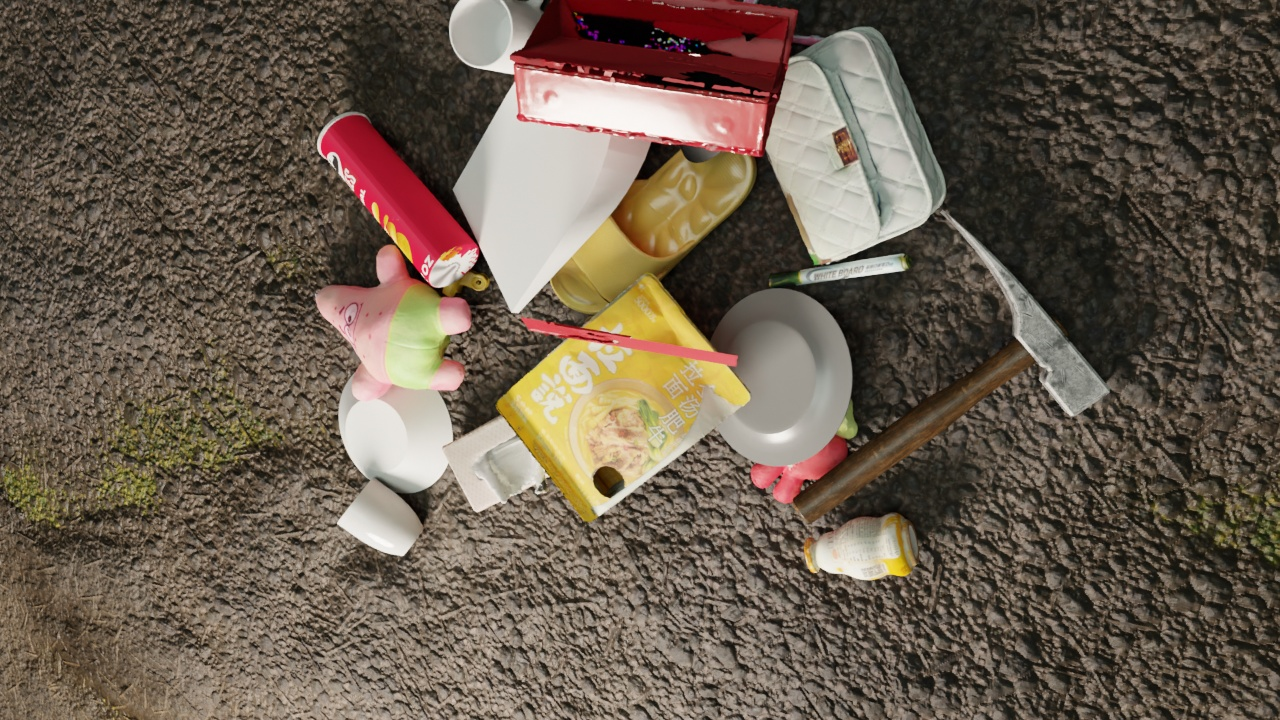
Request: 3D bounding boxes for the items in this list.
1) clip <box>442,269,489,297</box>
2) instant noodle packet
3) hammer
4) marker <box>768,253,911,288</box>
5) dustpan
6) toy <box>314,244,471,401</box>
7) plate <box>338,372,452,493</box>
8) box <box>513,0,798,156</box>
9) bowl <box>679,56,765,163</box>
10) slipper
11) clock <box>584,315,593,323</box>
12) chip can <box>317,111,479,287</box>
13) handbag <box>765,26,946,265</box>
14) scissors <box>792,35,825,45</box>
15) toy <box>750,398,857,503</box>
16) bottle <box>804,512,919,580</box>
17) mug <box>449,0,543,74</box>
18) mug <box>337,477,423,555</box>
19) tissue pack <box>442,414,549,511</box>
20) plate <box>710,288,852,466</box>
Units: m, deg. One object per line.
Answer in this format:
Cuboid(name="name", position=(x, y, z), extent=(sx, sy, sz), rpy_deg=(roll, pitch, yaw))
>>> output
Cuboid(name="clip", position=(-0.203, -0.098, 1.068), extent=(0.048, 0.046, 0.054), rpy_deg=(40, 117, 47))
Cuboid(name="instant noodle packet", position=(-0.017, 0.036, 0.930), extent=(0.222, 0.084, 0.163), rpy_deg=(-40, 87, 28))
Cuboid(name="hammer", position=(0.246, 0.029, 0.873), extent=(0.301, 0.037, 0.217), rpy_deg=(-39, 85, 15))
Cuboid(name="marker", position=(0.190, -0.086, 0.888), extent=(0.147, 0.017, 0.017), rpy_deg=(-6, 99, 39))
Cuboid(name="dustpan", position=(-0.087, -0.205, 0.954), extent=(0.258, 0.053, 0.191), rpy_deg=(-50, 54, 33))
Cuboid(name="toy", position=(-0.303, -0.044, 1.084), extent=(0.237, 0.096, 0.192), rpy_deg=(21, 106, 28))
Cuboid(name="plate", position=(-0.319, 0.089, 1.148), extent=(0.174, 0.036, 0.174), rpy_deg=(5, 103, 22))
Cuboid(name="box", position=(0.031, -0.355, 0.727), extent=(0.213, 0.148, 0.375), rpy_deg=(12, 105, 8))
Cuboid(name="bowl", position=(0.055, -0.254, 0.860), extent=(0.052, 0.124, 0.124), rpy_deg=(21, 116, -29))
Cuboid(name="slipper", position=(0.004, -0.135, 0.942), extent=(0.264, 0.078, 0.099), rpy_deg=(-37, 86, 23))
Cuboid(name="clock", position=(-0.006, 0.006, 0.986), extent=(0.148, 0.056, 0.104), rpy_deg=(45, 122, 10))
Cuboid(name="chip can", position=(-0.274, -0.182, 1.034), extent=(0.220, 0.069, 0.069), rpy_deg=(48, 115, 16))
Cuboid(name="handbag", position=(0.185, -0.197, 0.848), extent=(0.139, 0.072, 0.195), rpy_deg=(-22, 96, 32))
Cuboid(name="scissors", position=(0.115, -0.337, 0.887), extent=(0.171, 0.013, 0.176), rpy_deg=(15, 110, 21))
Cuboid(name="toy", position=(0.166, 0.085, 0.939), extent=(0.091, 0.045, 0.135), rpy_deg=(29, 106, 8))
Cuboid(name="bottle", position=(0.223, 0.191, 0.929), extent=(0.109, 0.063, 0.063), rpy_deg=(-13, 96, 24))
Cuboid(name="mug", position=(-0.133, -0.352, 0.944), extent=(0.074, 0.090, 0.111), rpy_deg=(36, 112, 12))
Cuboid(name="mug", position=(-0.330, 0.210, 1.169), extent=(0.089, 0.071, 0.107), rpy_deg=(38, 143, -7))
Cuboid(name="tissue pack", position=(-0.140, 0.108, 1.064), extent=(0.182, 0.071, 0.104), rpy_deg=(-27, 89, 22))
Cuboid(name="plate", position=(0.130, 0.017, 0.919), extent=(0.179, 0.012, 0.178), rpy_deg=(-1, 88, 43))
